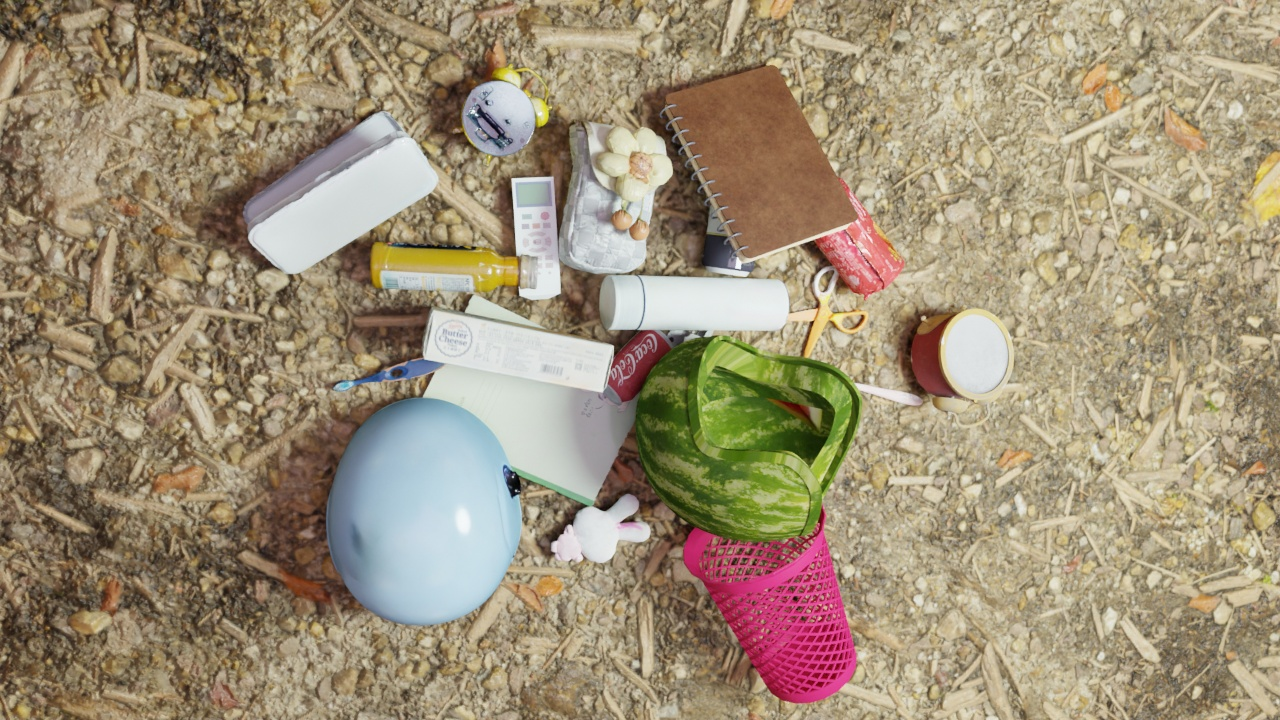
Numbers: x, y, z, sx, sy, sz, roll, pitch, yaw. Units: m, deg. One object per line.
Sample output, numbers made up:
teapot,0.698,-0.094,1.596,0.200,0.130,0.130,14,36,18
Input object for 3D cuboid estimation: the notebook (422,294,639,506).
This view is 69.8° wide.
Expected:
notebook,-0.131,0.053,1.132,0.252,0.010,0.182,26,92,-15

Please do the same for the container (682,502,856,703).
container,0.180,0.308,1.168,0.183,0.183,0.226,-27,111,-8

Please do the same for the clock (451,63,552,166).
clock,-0.155,-0.283,1.050,0.118,0.057,0.083,-46,105,-3

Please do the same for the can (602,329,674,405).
can,-0.007,0.007,1.121,0.096,0.054,0.054,-45,106,-17

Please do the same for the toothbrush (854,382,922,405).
toothbrush,0.300,0.037,1.225,0.181,0.018,0.016,13,96,-15

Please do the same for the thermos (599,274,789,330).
thermos,0.066,-0.069,1.116,0.229,0.068,0.068,-1,99,-19

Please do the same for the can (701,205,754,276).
can,0.115,-0.169,1.125,0.064,0.064,0.127,6,97,-14

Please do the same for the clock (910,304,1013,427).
clock,0.421,0.010,1.213,0.117,0.081,0.159,-15,92,-22

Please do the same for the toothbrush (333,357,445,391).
toothbrush,-0.295,0.017,1.080,0.135,0.017,0.021,-14,99,-5

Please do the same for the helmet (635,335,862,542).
helmet,0.111,0.095,1.081,0.247,0.212,0.244,25,137,12

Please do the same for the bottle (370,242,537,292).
bottle,-0.212,-0.106,1.055,0.186,0.053,0.053,2,98,-6

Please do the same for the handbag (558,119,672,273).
handbag,-0.029,-0.184,1.061,0.112,0.123,0.171,4,99,-29

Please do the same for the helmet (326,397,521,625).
helmet,-0.248,0.177,1.047,0.225,0.167,0.265,-9,93,-3

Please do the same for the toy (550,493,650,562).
toy,-0.054,0.218,1.161,0.125,0.037,0.076,-24,109,-6

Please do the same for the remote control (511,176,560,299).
remote control,-0.124,-0.145,1.095,0.049,0.024,0.143,-4,100,-8

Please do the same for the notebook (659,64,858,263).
notebook,0.136,-0.234,1.086,0.167,0.024,0.225,-21,77,-18

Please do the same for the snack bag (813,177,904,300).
snack bag,0.259,-0.157,1.152,0.082,0.082,0.176,-43,105,-4

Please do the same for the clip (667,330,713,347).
clip,0.060,-0.018,1.161,0.054,0.038,0.101,20,93,-39

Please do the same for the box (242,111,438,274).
box,-0.345,-0.195,1.035,0.216,0.110,0.108,-31,147,-5

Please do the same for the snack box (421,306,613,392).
snack box,-0.144,-0.014,1.059,0.207,0.104,0.057,12,93,-14

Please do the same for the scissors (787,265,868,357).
scissors,0.239,-0.067,1.197,0.125,0.011,0.129,-6,98,-13
